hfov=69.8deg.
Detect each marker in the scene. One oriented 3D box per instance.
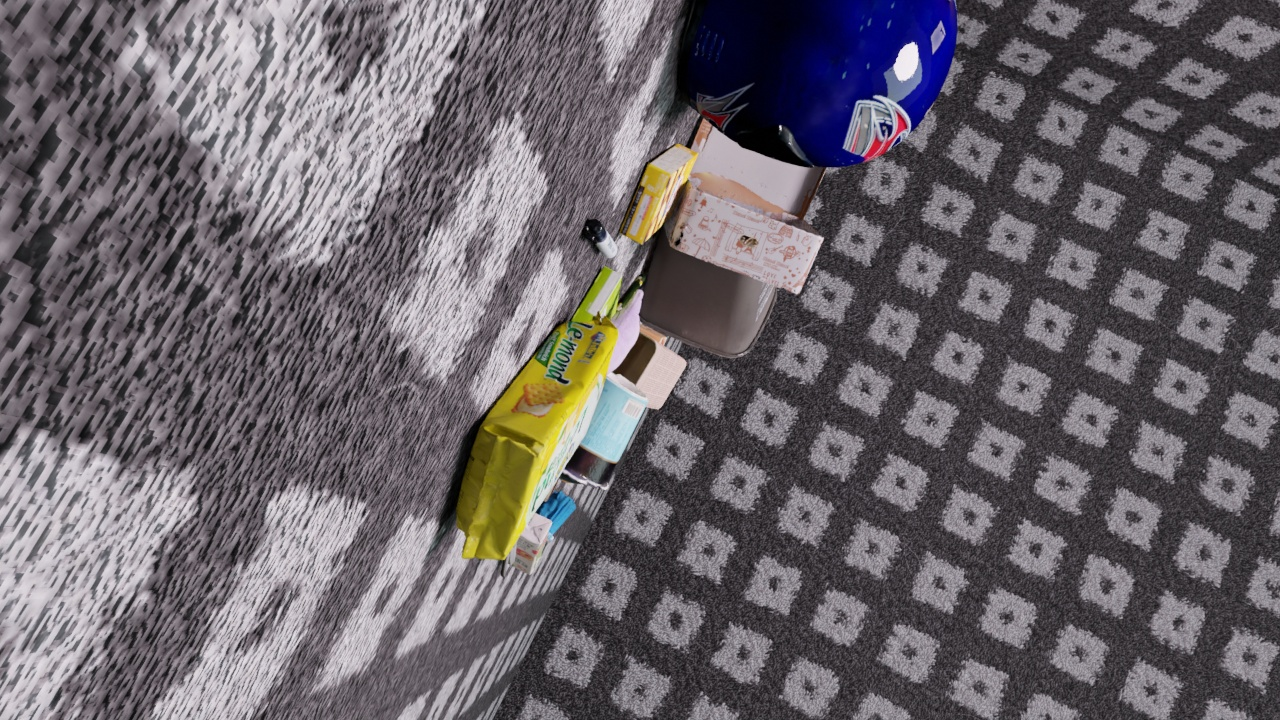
[{"bbox_3d":[-0.038,-0.116,0.895,0.022,0.018,0.130,-55,174,0],"label":"marker"}]

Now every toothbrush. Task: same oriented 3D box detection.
[{"bbox_3d":[-0.029,-0.071,1.258,0.017,0.012,0.185,-60,179,39],"label":"toothbrush"}]

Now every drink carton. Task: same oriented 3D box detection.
[{"bbox_3d":[-0.162,0.256,1.305,0.045,0.053,0.123,-61,175,-35],"label":"drink carton"}]

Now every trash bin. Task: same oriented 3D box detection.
[{"bbox_3d":[0.117,-0.159,1.356,0.220,0.199,0.198,101,15,-49],"label":"trash bin"}]

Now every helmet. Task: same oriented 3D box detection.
[{"bbox_3d":[0.180,-0.308,0.910,0.247,0.240,0.315,-62,176,2],"label":"helmet"}]

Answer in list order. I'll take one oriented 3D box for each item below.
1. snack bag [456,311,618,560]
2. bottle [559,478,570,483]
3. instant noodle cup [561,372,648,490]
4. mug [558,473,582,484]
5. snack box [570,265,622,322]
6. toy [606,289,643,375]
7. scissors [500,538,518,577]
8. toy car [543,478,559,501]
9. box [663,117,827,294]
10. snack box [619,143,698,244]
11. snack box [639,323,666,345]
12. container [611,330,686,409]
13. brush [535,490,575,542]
[{"bbox_3d":[-0.099,0.065,0.897,0.245,0.068,0.158,-57,171,-53],"label":"snack bag"},{"bbox_3d":[-0.098,0.138,1.320,0.063,0.063,0.109,-60,174,-33],"label":"bottle"},{"bbox_3d":[-0.055,0.072,1.078,0.120,0.111,0.111,-58,176,5],"label":"instant noodle cup"},{"bbox_3d":[-0.079,0.085,1.193,0.106,0.082,0.112,-59,147,-37],"label":"mug"},{"bbox_3d":[-0.055,-0.037,1.065,0.085,0.026,0.157,-62,174,-21],"label":"snack box"},{"bbox_3d":[-0.028,-0.023,1.027,0.107,0.039,0.084,-55,171,-40],"label":"toy"},{"bbox_3d":[-0.152,0.193,1.148,0.179,0.019,0.161,97,11,-48],"label":"scissors"},{"bbox_3d":[-0.126,0.150,1.254,0.042,0.035,0.090,-52,165,-72],"label":"toy car"},{"bbox_3d":[0.144,-0.209,1.135,0.157,0.180,0.217,-119,-129,-78],"label":"box"},{"bbox_3d":[0.023,-0.193,1.050,0.087,0.034,0.140,-65,177,27],"label":"snack box"},{"bbox_3d":[-0.018,-0.008,1.305,0.094,0.077,0.092,-64,175,4],"label":"snack box"},{"bbox_3d":[-0.007,0.007,1.191,0.090,0.090,0.111,-59,152,4],"label":"container"},{"bbox_3d":[-0.158,0.273,1.492,0.109,0.060,0.315,-57,176,-15],"label":"brush"}]
